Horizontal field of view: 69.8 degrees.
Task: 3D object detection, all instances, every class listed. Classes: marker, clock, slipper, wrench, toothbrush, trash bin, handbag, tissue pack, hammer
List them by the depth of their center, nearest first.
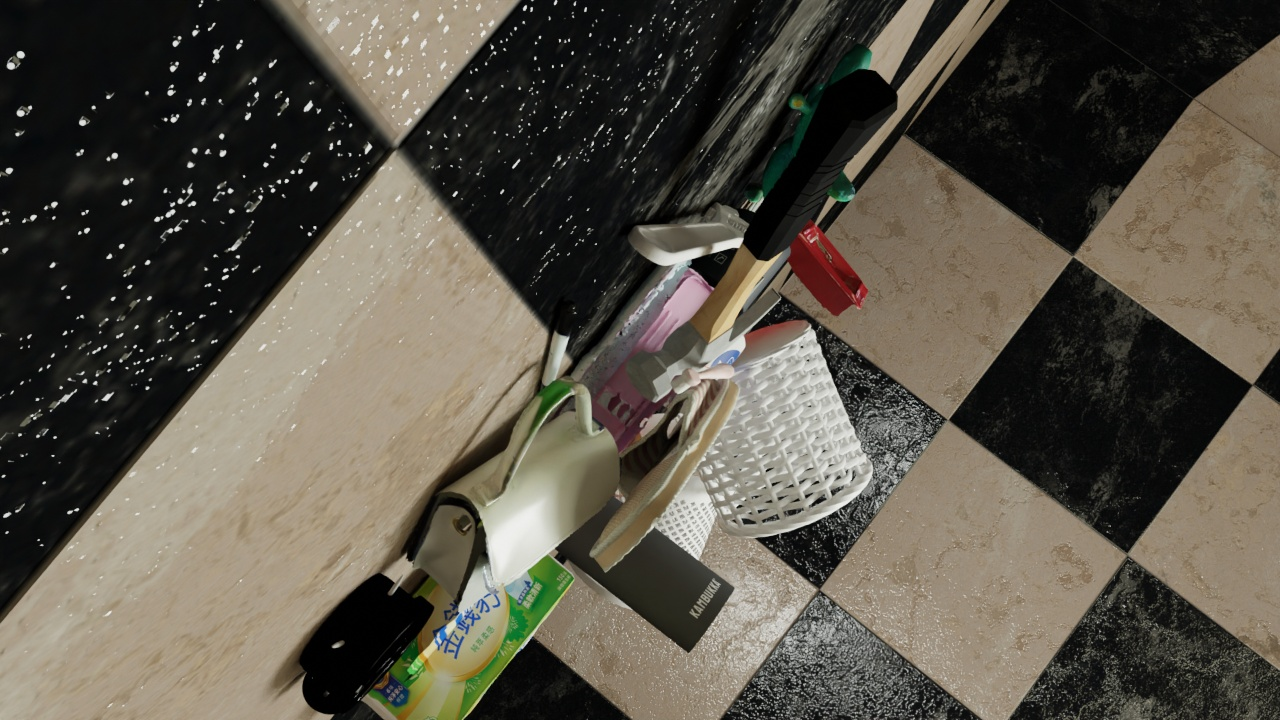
[{"bbox_3d":[-0.057,-0.003,0.617,0.011,0.011,0.152,-49,173,-26],"label":"marker"},{"bbox_3d":[0.081,-0.074,0.629,0.131,0.039,0.329,-35,168,-25],"label":"hammer"},{"bbox_3d":[-0.191,0.197,0.632,0.091,0.042,0.121,-47,172,-39],"label":"clock"},{"bbox_3d":[-0.074,0.086,0.652,0.150,0.074,0.176,-30,154,-50],"label":"handbag"},{"bbox_3d":[0.051,-0.093,0.692,0.018,0.066,0.272,-54,169,21],"label":"wrench"},{"bbox_3d":[0.055,0.013,0.747,0.018,0.015,0.181,-36,172,15],"label":"toothbrush"},{"bbox_3d":[0.019,0.077,0.768,0.115,0.052,0.262,-49,180,31],"label":"slipper"},{"bbox_3d":[-0.152,0.228,0.794,0.197,0.120,0.142,-55,177,-30],"label":"tissue pack"},{"bbox_3d":[0.023,0.189,1.209,0.200,0.195,0.195,-66,168,26],"label":"trash bin"}]

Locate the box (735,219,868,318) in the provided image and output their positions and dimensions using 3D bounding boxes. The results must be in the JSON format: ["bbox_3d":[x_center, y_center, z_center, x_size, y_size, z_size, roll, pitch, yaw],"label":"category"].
[{"bbox_3d":[0.155,-0.089,1.099,0.171,0.156,0.156,-35,179,22],"label":"box"}]

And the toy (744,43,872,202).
[{"bbox_3d":[0.143,-0.182,0.790,0.194,0.072,0.130,120,-25,-51],"label":"toy"}]

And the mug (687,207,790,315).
[{"bbox_3d":[0.088,-0.097,0.908,0.077,0.071,0.105,-51,-160,-11],"label":"mug"}]

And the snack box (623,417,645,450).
[{"bbox_3d":[-0.040,0.104,1.204,0.132,0.036,0.152,-51,173,-10],"label":"snack box"}]

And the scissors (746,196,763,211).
[{"bbox_3d":[0.154,-0.207,0.949,0.178,0.015,0.185,-48,173,-29],"label":"scissors"}]

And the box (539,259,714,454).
[{"bbox_3d":[-0.014,-0.003,0.794,0.201,0.066,0.153,-51,146,-3],"label":"box"}]

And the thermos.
[{"bbox_3d":[-0.022,0.200,0.969,0.082,0.240,0.082,-52,169,-14],"label":"thermos"}]

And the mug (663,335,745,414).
[{"bbox_3d":[0.045,-0.013,0.917,0.090,0.091,0.121,-50,172,-18],"label":"mug"}]

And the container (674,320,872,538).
[{"bbox_3d":[0.143,0.075,1.052,0.189,0.187,0.189,-24,-172,3],"label":"container"}]
